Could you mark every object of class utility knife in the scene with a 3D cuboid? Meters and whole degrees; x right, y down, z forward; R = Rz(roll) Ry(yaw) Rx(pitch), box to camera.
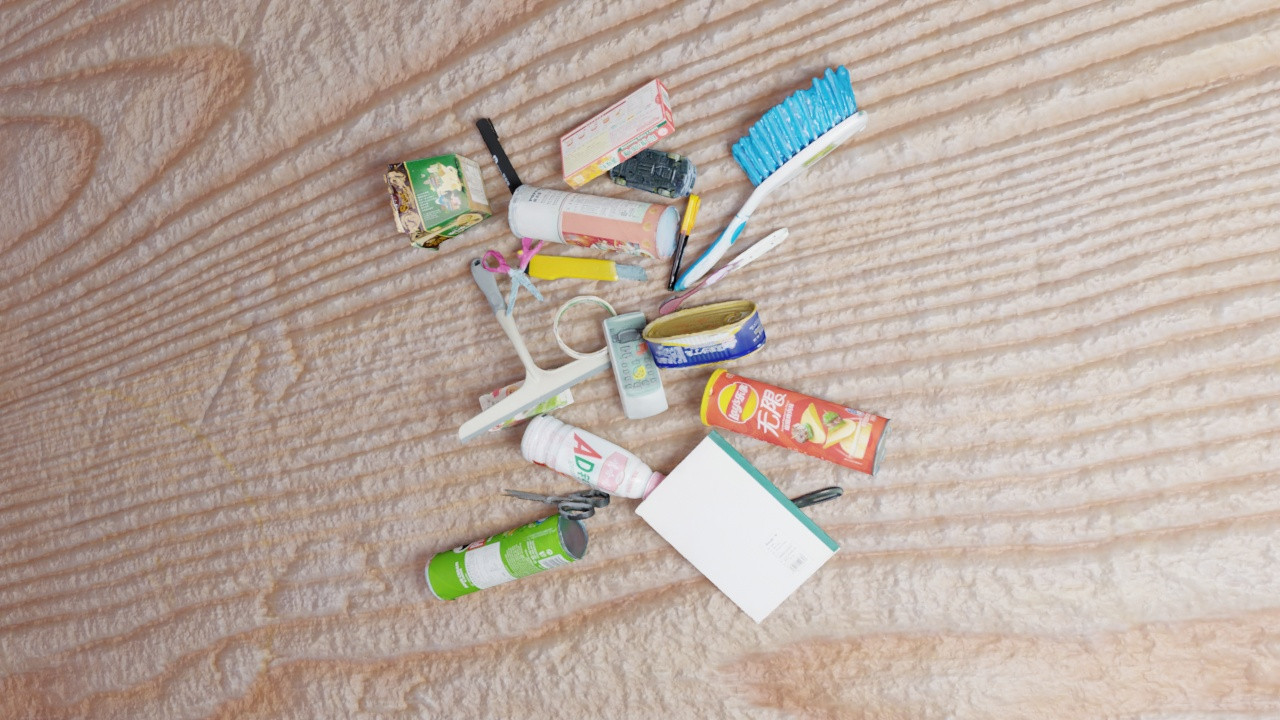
[{"bbox_3d":[-0.075,-0.119,1.213,0.197,0.015,0.033,8,96,27],"label":"utility knife"}]

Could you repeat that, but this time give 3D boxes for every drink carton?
[{"bbox_3d":[-0.157,0.054,1.248,0.123,0.045,0.053,-21,83,24],"label":"drink carton"}]

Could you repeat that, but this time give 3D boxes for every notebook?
[{"bbox_3d":[0.117,0.206,1.125,0.209,0.012,0.151,43,108,3],"label":"notebook"}]

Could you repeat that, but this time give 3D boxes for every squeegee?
[{"bbox_3d":[-0.178,-0.052,1.226,0.246,0.039,0.246,-28,65,-4],"label":"squeegee"}]

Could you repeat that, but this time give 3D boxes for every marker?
[{"bbox_3d":[0.053,-0.146,1.151,0.015,0.018,0.124,18,102,15],"label":"marker"},{"bbox_3d":[-0.188,-0.274,1.256,0.022,0.020,0.132,-27,80,-5],"label":"marker"}]

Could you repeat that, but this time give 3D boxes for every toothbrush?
[{"bbox_3d":[0.100,-0.109,1.124,0.188,0.017,0.016,-32,114,15],"label":"toothbrush"},{"bbox_3d":[0.163,0.184,1.124,0.181,0.018,0.015,-21,81,23],"label":"toothbrush"}]

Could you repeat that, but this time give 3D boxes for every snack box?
[{"bbox_3d":[-0.270,-0.223,1.256,0.106,0.117,0.118,-15,90,13],"label":"snack box"},{"bbox_3d":[-0.032,-0.285,1.159,0.156,0.027,0.077,-25,53,25],"label":"snack box"}]

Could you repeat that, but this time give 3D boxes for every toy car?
[{"bbox_3d":[0.015,-0.237,1.154,0.121,0.036,0.054,20,100,33],"label":"toy car"}]

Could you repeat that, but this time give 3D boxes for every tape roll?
[{"bbox_3d":[-0.070,-0.043,1.193,0.086,0.014,0.085,1,72,-2],"label":"tape roll"}]

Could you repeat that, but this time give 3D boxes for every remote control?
[{"bbox_3d":[-0.007,0.007,1.173,0.056,0.019,0.135,-13,86,-17],"label":"remote control"}]

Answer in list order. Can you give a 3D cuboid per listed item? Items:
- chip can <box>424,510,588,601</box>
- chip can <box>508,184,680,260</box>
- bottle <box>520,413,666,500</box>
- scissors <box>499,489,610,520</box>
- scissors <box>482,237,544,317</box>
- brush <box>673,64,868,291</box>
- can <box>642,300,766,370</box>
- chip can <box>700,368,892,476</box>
[{"bbox_3d":[-0.185,0.270,1.261,0.237,0.072,0.072,-22,84,25],"label":"chip can"},{"bbox_3d":[-0.060,-0.178,1.173,0.215,0.071,0.071,12,98,24],"label":"chip can"},{"bbox_3d":[-0.058,0.133,1.196,0.197,0.068,0.068,21,102,17],"label":"bottle"},{"bbox_3d":[-0.125,0.190,1.231,0.173,0.140,0.014,-9,107,2],"label":"scissors"},{"bbox_3d":[-0.172,-0.118,1.231,0.124,0.017,0.133,1,67,23],"label":"scissors"},{"bbox_3d":[0.136,-0.210,1.092,0.315,0.060,0.109,-34,83,26],"label":"brush"},{"bbox_3d":[0.077,-0.030,1.111,0.148,0.074,0.049,-10,118,26],"label":"can"},{"bbox_3d":[0.180,0.072,1.076,0.217,0.073,0.073,17,101,23],"label":"chip can"}]
